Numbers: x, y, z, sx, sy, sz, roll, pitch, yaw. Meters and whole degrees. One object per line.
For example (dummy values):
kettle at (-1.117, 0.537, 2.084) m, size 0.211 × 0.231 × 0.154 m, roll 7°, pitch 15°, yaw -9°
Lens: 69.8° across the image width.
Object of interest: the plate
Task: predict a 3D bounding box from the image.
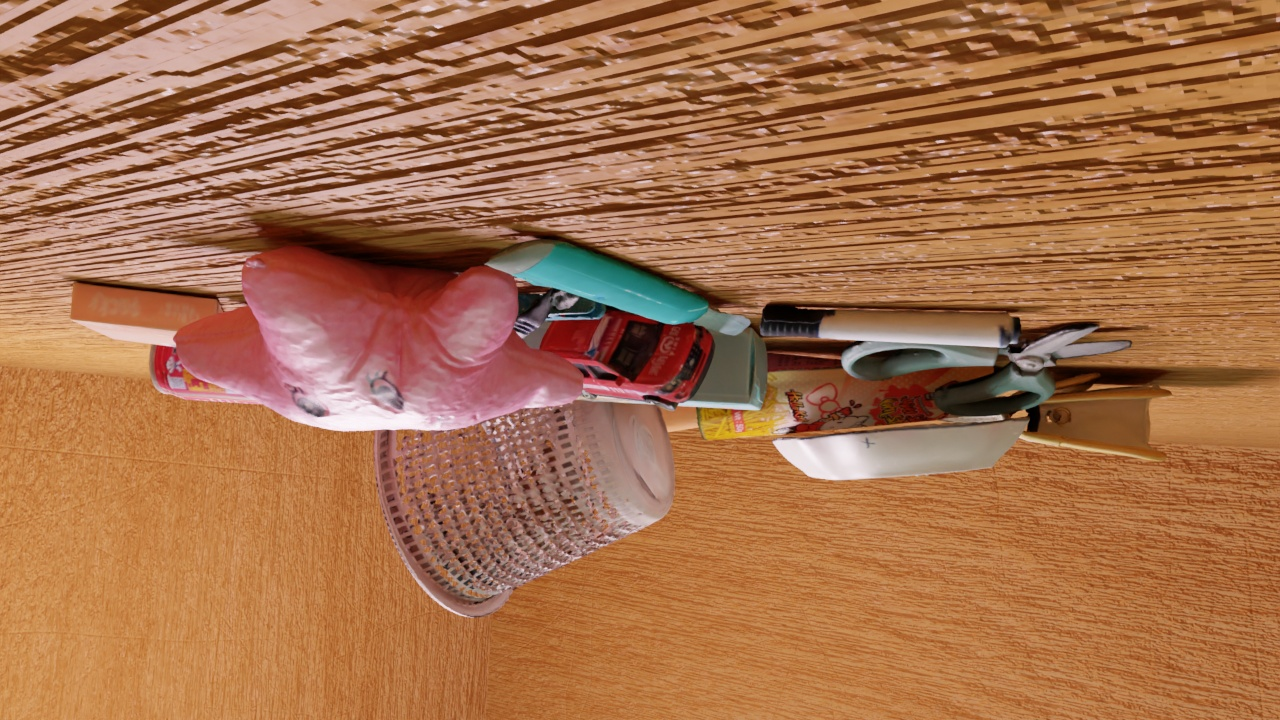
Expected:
plate at (0.189, 0.069, 0.701) m, size 0.162 × 0.034 × 0.266 m, roll -4°, pitch 174°, yaw 2°

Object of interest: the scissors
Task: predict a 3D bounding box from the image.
scissors at (0.222, 0.008, 0.564) m, size 0.178 × 0.019 × 0.169 m, roll -8°, pitch 153°, yaw 43°

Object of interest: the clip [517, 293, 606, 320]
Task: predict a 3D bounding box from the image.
clip at (-0.044, -0.029, 0.500) m, size 0.057 × 0.014 × 0.048 m, roll 2°, pitch 173°, yaw 33°

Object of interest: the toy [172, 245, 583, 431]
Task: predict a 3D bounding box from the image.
toy at (-0.138, -0.008, 0.445) m, size 0.195 × 0.074 × 0.178 m, roll -6°, pitch 154°, yaw 16°

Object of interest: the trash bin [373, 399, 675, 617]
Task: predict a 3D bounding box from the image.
trash bin at (-0.084, 0.088, 0.793) m, size 0.192 × 0.227 × 0.227 m, roll -19°, pitch 168°, yaw 18°

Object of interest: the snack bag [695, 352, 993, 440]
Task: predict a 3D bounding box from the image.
snack bag at (0.149, 0.024, 0.697) m, size 0.208 × 0.073 × 0.128 m, roll -1°, pitch 162°, yaw 10°

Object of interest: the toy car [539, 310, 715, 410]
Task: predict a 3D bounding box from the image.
toy car at (-0.012, -0.004, 0.536) m, size 0.121 × 0.052 × 0.045 m, roll 5°, pitch 155°, yaw 44°

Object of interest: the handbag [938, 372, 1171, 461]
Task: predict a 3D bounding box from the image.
handbag at (0.336, 0.042, 0.769) m, size 0.179 × 0.063 × 0.163 m, roll 5°, pitch 177°, yaw 22°

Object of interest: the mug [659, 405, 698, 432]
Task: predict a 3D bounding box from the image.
mug at (0.016, 0.042, 0.944) m, size 0.122 × 0.078 × 0.078 m, roll 2°, pitch 178°, yaw -44°

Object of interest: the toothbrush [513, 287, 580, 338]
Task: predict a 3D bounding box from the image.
toothbrush at (-0.064, -0.017, 0.493) m, size 0.014 × 0.016 × 0.190 m, roll 21°, pitch 160°, yaw -19°

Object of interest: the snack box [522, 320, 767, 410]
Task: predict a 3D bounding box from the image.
snack box at (-0.004, 0.004, 0.623) m, size 0.175 × 0.051 × 0.074 m, roll 3°, pitch 174°, yaw 14°

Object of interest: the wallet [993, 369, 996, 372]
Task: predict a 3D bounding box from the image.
wallet at (0.243, 0.014, 0.772) m, size 0.121 × 0.019 × 0.097 m, roll -1°, pitch 175°, yaw 35°

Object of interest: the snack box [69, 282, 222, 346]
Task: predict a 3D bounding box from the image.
snack box at (-0.344, -0.028, 0.657) m, size 0.084 × 0.026 × 0.157 m, roll 7°, pitch 174°, yaw -21°

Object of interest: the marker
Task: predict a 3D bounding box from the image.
marker at (0.127, -0.018, 0.476) m, size 0.131 × 0.018 × 0.022 m, roll 3°, pitch 166°, yaw 17°

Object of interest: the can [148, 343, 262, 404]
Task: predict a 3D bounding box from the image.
can at (-0.357, 0.002, 0.781) m, size 0.094 × 0.066 × 0.066 m, roll 3°, pitch 175°, yaw 2°

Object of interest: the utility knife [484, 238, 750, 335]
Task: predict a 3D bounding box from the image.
utility knife at (0.003, -0.030, 0.435) m, size 0.029 × 0.013 × 0.209 m, roll -28°, pitch 158°, yaw 26°
